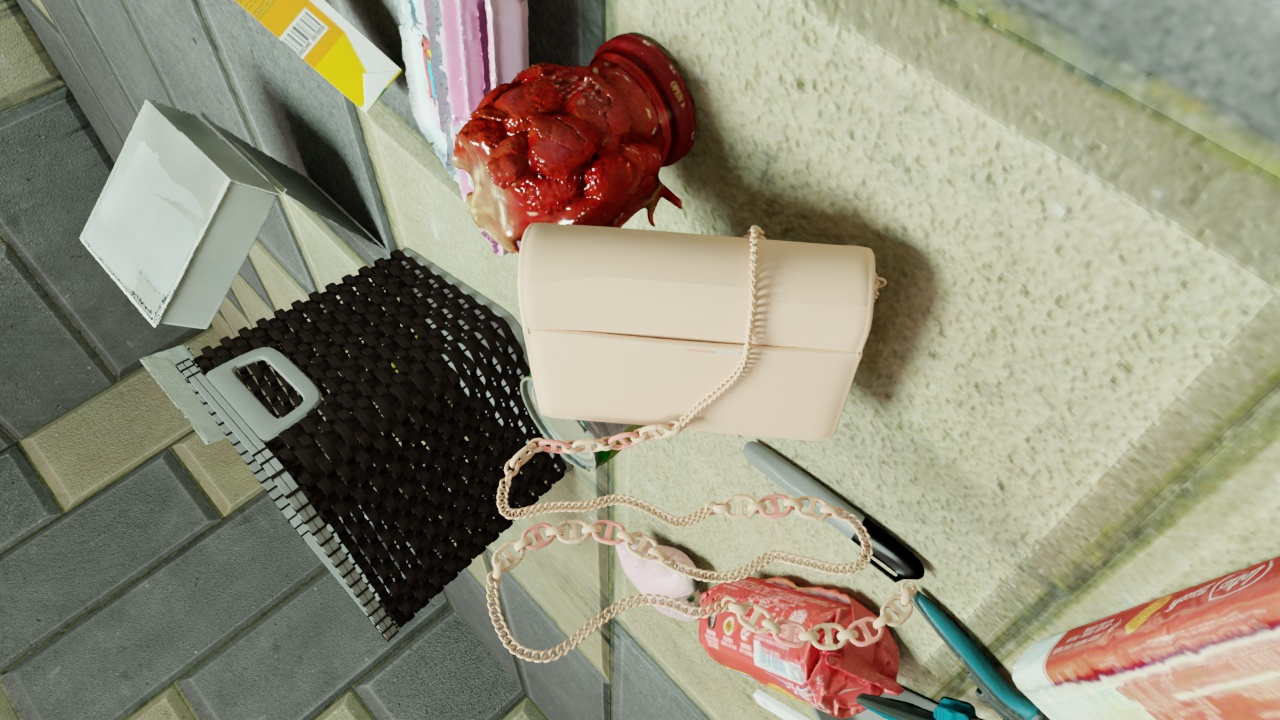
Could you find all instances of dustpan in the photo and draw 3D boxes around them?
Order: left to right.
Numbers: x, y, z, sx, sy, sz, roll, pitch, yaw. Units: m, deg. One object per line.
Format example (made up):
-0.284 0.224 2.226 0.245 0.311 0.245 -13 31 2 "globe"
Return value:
0.183 0.305 0.724 0.258 0.033 0.163 8 131 58 "dustpan"

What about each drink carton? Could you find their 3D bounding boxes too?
-0.232 -0.234 0.648 0.122 0.041 0.058 40 -178 -26 "drink carton"

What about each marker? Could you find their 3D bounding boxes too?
0.114 0.092 0.568 0.139 0.022 0.016 35 166 32 "marker"

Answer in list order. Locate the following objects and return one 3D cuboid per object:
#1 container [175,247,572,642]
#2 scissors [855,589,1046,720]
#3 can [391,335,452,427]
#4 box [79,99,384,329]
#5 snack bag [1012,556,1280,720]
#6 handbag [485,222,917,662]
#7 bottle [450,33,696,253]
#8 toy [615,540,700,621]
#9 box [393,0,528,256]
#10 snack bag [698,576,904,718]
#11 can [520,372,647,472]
-0.247 0.066 0.905 0.247 0.243 0.246 31 149 39 "container"
0.199 0.197 0.547 0.148 0.019 0.118 2 104 35 "scissors"
-0.269 0.028 1.111 0.068 0.067 0.105 18 140 52 "can"
-0.345 -0.207 0.970 0.167 0.444 0.165 40 144 25 "box"
0.241 0.129 0.374 0.077 0.041 0.226 45 154 14 "snack bag"
0.031 0.033 0.405 0.199 0.186 0.117 5 151 3 "handbag"
-0.031 -0.099 0.454 0.099 0.111 0.099 41 153 26 "bottle"
0.017 0.196 0.845 0.096 0.052 0.099 30 153 27 "toy"
-0.107 -0.174 0.548 0.153 0.041 0.202 60 159 27 "box"
0.108 0.201 0.669 0.082 0.082 0.177 58 155 -12 "snack bag"
-0.003 0.003 0.533 0.067 0.120 0.067 41 154 25 "can"
